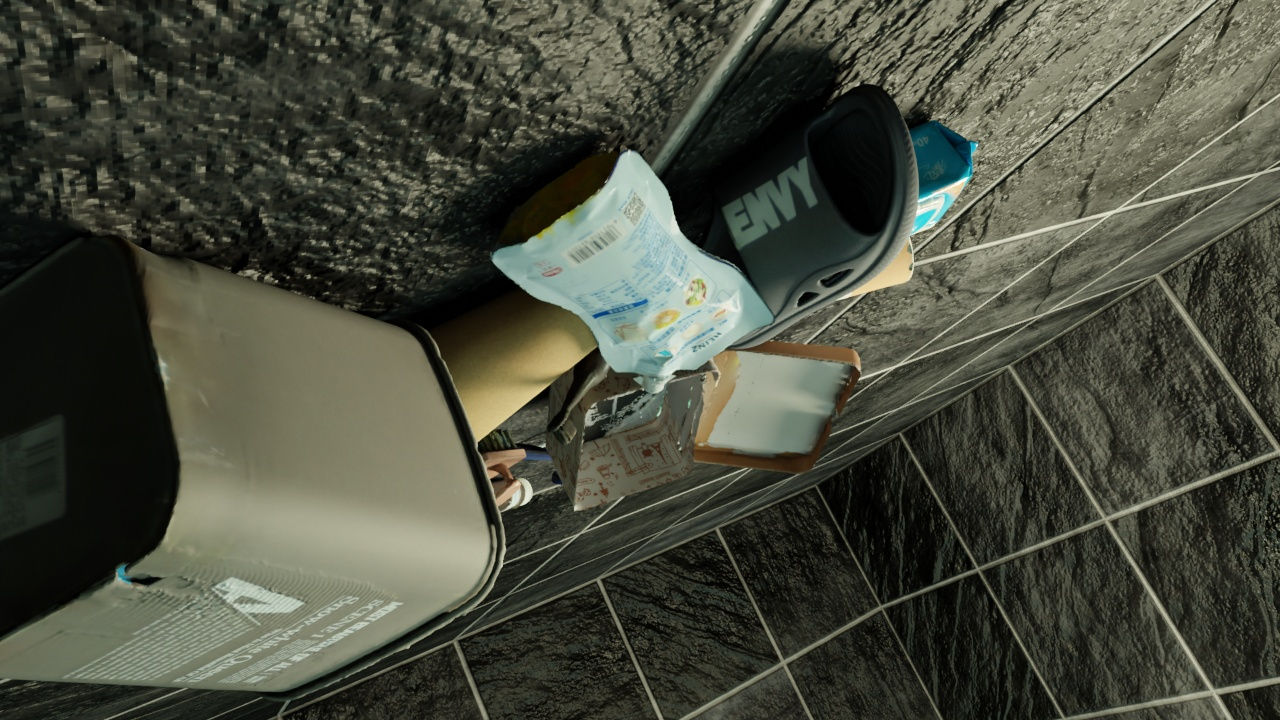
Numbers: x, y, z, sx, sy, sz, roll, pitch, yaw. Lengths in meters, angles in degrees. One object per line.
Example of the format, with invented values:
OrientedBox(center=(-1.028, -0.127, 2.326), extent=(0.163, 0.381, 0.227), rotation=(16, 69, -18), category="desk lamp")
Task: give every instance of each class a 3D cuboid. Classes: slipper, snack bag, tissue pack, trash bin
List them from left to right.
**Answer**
OrientedBox(center=(-0.217, 0.063, 0.468), extent=(0.199, 0.198, 0.219), rotation=(-29, 158, 10), category="trash bin")
OrientedBox(center=(0.001, -0.047, 0.584), extent=(0.110, 0.039, 0.191), rotation=(-40, 136, 9), category="snack bag")
OrientedBox(center=(0.089, -0.078, 0.639), extent=(0.083, 0.110, 0.269), rotation=(-14, 164, -28), category="slipper")
OrientedBox(center=(0.187, -0.125, 0.719), extent=(0.140, 0.063, 0.090), rotation=(-23, 164, -11), category="tissue pack")

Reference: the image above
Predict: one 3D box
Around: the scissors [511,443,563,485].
OrientedBox(center=(-0.075, 0.104, 0.967), extent=(0.162, 0.012, 0.175), rotation=(9, -171, 3), category="scissors")

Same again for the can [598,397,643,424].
OrientedBox(center=(-0.021, 0.060, 0.997), extent=(0.053, 0.053, 0.135), rotation=(-25, 164, -4), category="can")

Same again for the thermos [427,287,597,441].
OrientedBox(center=(-0.099, -0.001, 0.631), extent=(0.143, 0.093, 0.093), rotation=(-32, 165, -7), category="thermos")

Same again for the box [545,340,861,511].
OrientedBox(center=(0.051, 0.046, 0.848), extent=(0.272, 0.106, 0.178), rotation=(-4, 142, -12), category="box")

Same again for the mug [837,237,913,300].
OrientedBox(center=(0.164, -0.085, 0.799), extent=(0.122, 0.078, 0.078), rotation=(-20, 164, -6), category="mug")

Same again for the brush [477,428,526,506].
OrientedBox(center=(-0.183, 0.127, 0.920), extent=(0.146, 0.073, 0.063), rotation=(-32, 164, 26), category="brush")

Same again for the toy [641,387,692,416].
OrientedBox(center=(0.032, 0.040, 1.067), extent=(0.096, 0.030, 0.092), rotation=(-12, 156, -19), category="toy")

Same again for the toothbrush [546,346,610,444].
OrientedBox(center=(-0.035, 0.006, 0.666), extent=(0.026, 0.027, 0.212), rotation=(-28, -165, 19), category="toothbrush")

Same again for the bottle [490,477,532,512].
OrientedBox(center=(-0.184, 0.162, 1.064), extent=(0.080, 0.044, 0.194), rotation=(-20, 172, 18), category="bottle")

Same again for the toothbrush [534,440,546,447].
OrientedBox(center=(-0.144, 0.103, 1.017), extent=(0.180, 0.016, 0.016), rotation=(-22, 166, -8), category="toothbrush")
